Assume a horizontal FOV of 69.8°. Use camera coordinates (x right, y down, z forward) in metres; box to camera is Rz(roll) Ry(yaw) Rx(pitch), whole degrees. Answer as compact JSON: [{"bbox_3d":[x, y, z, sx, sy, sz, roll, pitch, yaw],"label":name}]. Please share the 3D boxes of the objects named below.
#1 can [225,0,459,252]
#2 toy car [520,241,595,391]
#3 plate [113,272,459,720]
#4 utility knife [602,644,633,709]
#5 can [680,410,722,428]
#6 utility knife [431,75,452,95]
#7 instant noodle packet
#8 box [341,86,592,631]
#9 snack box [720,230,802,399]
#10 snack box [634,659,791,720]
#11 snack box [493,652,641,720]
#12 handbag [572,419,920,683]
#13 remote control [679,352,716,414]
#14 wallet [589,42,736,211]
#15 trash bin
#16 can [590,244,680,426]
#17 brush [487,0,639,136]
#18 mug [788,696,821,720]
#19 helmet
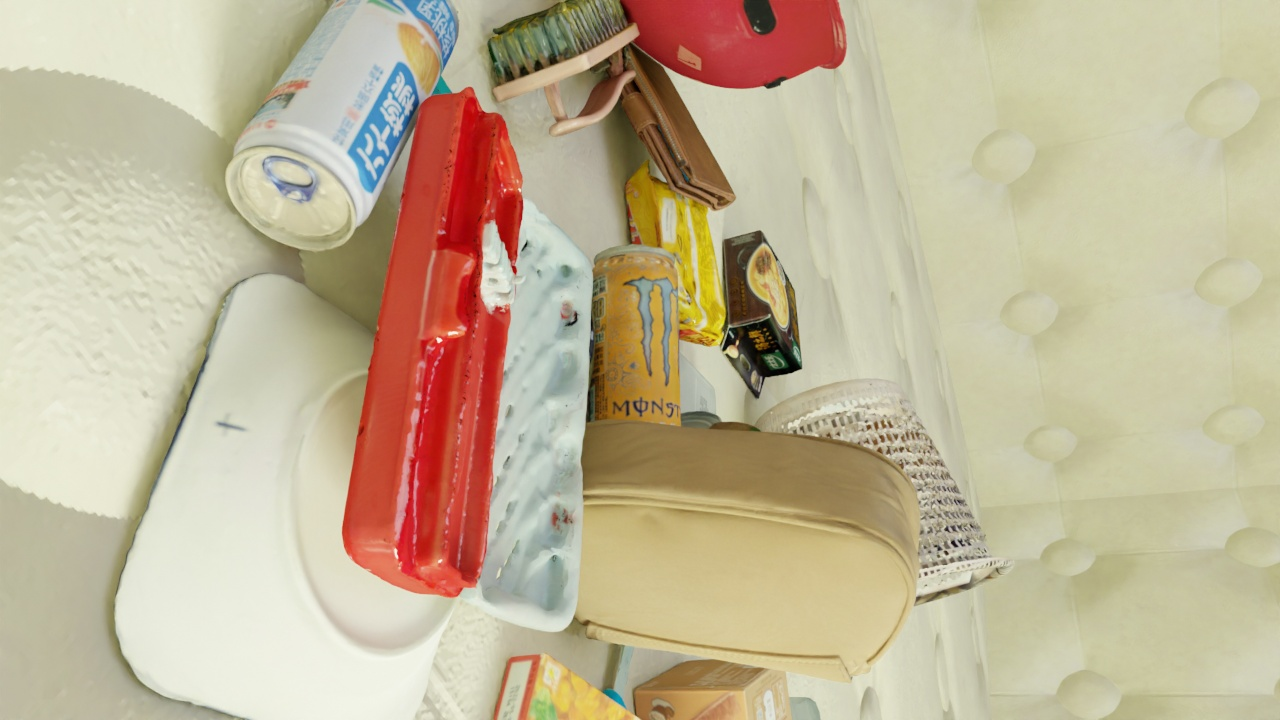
[{"bbox_3d":[-0.119,-0.108,0.379,0.053,0.053,0.134,58,33,-42],"label":"can"},{"bbox_3d":[-0.058,-0.031,0.508,0.158,0.042,0.070,50,39,-54],"label":"toy car"},{"bbox_3d":[-0.110,0.061,0.362,0.163,0.034,0.164,51,38,-50],"label":"plate"},{"bbox_3d":[-0.020,0.232,0.526,0.207,0.018,0.034,-79,149,-41],"label":"utility knife"},{"bbox_3d":[0.038,0.091,0.646,0.066,0.067,0.094,-51,128,-60],"label":"can"},{"bbox_3d":[-0.094,-0.119,0.490,0.178,0.013,0.029,57,32,-43],"label":"utility knife"},{"bbox_3d":[0.026,-0.080,0.712,0.110,0.044,0.128,16,65,-62],"label":"instant noodle packet"},{"bbox_3d":[-0.062,0.005,0.396,0.161,0.050,0.200,54,34,-59],"label":"box"},{"bbox_3d":[0.119,-0.044,0.911,0.113,0.053,0.125,47,36,-52],"label":"snack box"},{"bbox_3d":[0.052,0.254,0.607,0.092,0.077,0.094,12,70,-65],"label":"snack box"},{"bbox_3d":[-0.021,0.223,0.482,0.156,0.027,0.076,48,39,-34],"label":"snack box"},{"bbox_3d":[0.044,0.099,0.497,0.099,0.205,0.148,-67,156,-48],"label":"handbag"},{"bbox_3d":[0.021,0.021,0.691,0.150,0.021,0.058,44,44,-54],"label":"remote control"},{"bbox_3d":[0.019,-0.182,0.703,0.118,0.035,0.130,-3,63,-62],"label":"wallet"},{"bbox_3d":[0.199,0.130,0.850,0.227,0.228,0.192,33,40,-59],"label":"trash bin"},{"bbox_3d":[-0.003,0.003,0.589,0.058,0.058,0.146,27,59,-61],"label":"can"},{"bbox_3d":[-0.038,-0.191,0.582,0.073,0.063,0.145,67,25,-20],"label":"brush"},{"bbox_3d":[0.110,0.320,0.692,0.124,0.084,0.103,51,24,-54],"label":"mug"},{"bbox_3d":[0.034,-0.285,0.647,0.240,0.144,0.207,67,9,19],"label":"helmet"}]
